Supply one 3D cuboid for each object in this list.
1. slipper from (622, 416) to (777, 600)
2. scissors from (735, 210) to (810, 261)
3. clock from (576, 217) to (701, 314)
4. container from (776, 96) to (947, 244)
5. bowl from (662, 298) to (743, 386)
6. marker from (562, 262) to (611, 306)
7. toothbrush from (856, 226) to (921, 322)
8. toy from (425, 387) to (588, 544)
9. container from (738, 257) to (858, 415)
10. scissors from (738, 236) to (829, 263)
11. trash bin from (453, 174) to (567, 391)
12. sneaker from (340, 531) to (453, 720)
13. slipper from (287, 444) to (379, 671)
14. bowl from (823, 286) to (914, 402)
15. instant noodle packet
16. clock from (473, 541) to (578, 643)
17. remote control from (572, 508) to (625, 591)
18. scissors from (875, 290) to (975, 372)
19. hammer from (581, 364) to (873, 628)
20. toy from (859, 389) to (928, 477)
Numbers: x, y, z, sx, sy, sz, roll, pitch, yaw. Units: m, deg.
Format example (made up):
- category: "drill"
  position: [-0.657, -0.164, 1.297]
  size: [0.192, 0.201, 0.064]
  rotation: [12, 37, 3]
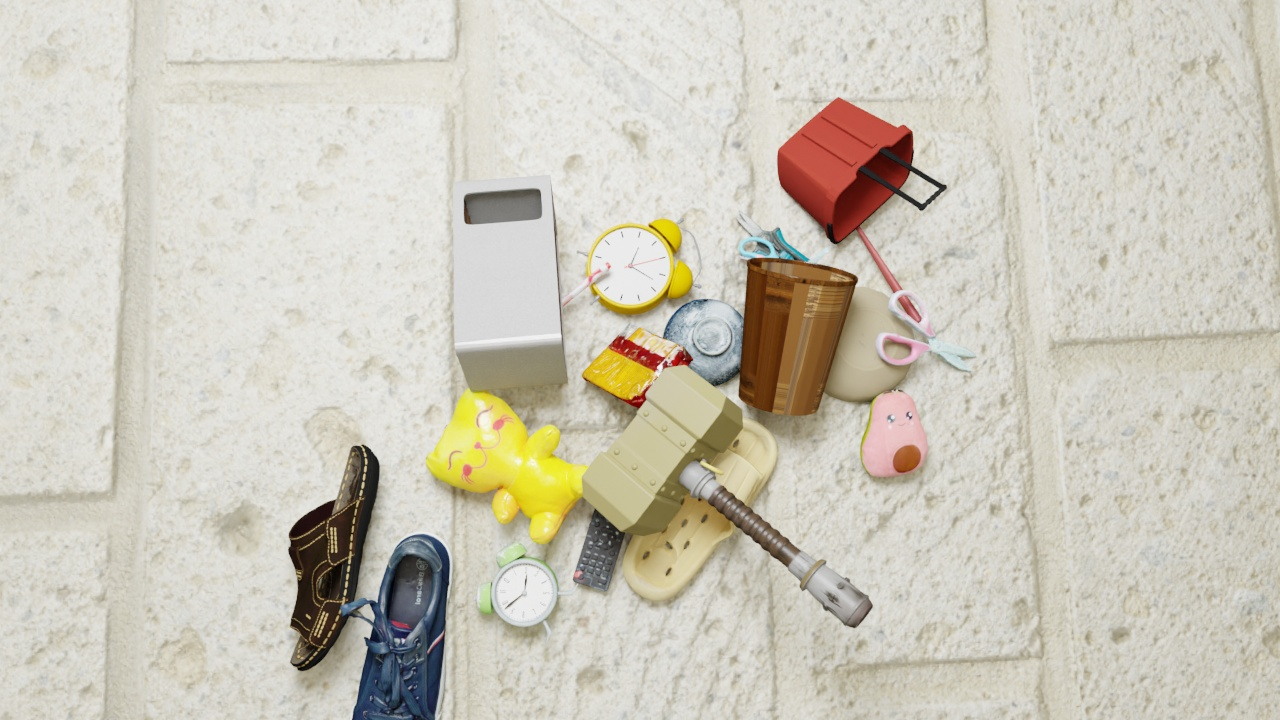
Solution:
- category: "slipper"
  position: [0.070, 0.176, 1.122]
  size: [0.111, 0.079, 0.261]
  rotation: [35, 83, 4]
- category: "scissors"
  position: [0.186, -0.140, 1.195]
  size: [0.142, 0.019, 0.127]
  rotation: [2, 89, 3]
- category: "clock"
  position: [0.001, -0.121, 1.167]
  size: [0.152, 0.052, 0.113]
  rotation: [-14, 84, -2]
- category: "container"
  position: [0.281, -0.220, 1.138]
  size: [0.148, 0.127, 0.201]
  rotation: [-42, 64, -8]
- category: "bowl"
  position: [0.087, -0.027, 1.156]
  size: [0.114, 0.061, 0.114]
  rotation: [1, 82, -5]
- category: "marker"
  position: [-0.092, -0.076, 1.148]
  size: [0.142, 0.012, 0.013]
  rotation: [-38, 86, 14]
- category: "toothbrush"
  position: [0.313, -0.130, 1.191]
  size: [0.016, 0.016, 0.189]
  rotation: [-25, 76, -14]
- category: "toy"
  position: [-0.150, 0.122, 1.111]
  size: [0.194, 0.087, 0.134]
  rotation: [31, 98, 4]
- category: "container"
  position: [0.181, -0.029, 1.112]
  size: [0.132, 0.132, 0.167]
  rotation: [7, 106, -3]
- category: "scissors"
  position: [0.180, -0.100, 1.180]
  size: [0.135, 0.015, 0.134]
  rotation: [23, 98, 10]
- category: "trash bin"
  position: [-0.153, -0.092, 1.086]
  size: [0.114, 0.115, 0.228]
  rotation: [-5, 64, -3]
- category: "sneaker"
  position: [-0.284, 0.347, 1.056]
  size: [0.120, 0.127, 0.294]
  rotation: [10, 84, -4]
- category: "slipper"
  position: [-0.373, 0.227, 1.075]
  size: [0.075, 0.113, 0.267]
  rotation: [17, 79, -28]
- category: "bowl"
  position: [0.281, -0.024, 1.171]
  size: [0.152, 0.050, 0.152]
  rotation: [0, 83, -4]
- category: "instant noodle packet"
  position: [-0.007, 0.007, 1.117]
  size: [0.098, 0.135, 0.040]
  rotation: [-43, 124, -16]
- category: "clock"
  position: [-0.147, 0.277, 1.112]
  size: [0.119, 0.042, 0.094]
  rotation: [31, 81, 0]
- category: "remote control"
  position: [-0.041, 0.207, 1.139]
  size: [0.047, 0.022, 0.150]
  rotation: [18, 84, -2]
- category: "scissors"
  position: [0.373, -0.036, 1.163]
  size: [0.178, 0.016, 0.103]
  rotation: [11, 90, -27]
- category: "hammer"
  position: [0.113, 0.173, 1.009]
  size: [0.325, 0.100, 0.190]
  rotation: [38, 91, 25]
- category: "toy"
  position: [0.317, 0.092, 1.158]
  size: [0.090, 0.051, 0.110]
  rotation: [-6, 88, -5]
